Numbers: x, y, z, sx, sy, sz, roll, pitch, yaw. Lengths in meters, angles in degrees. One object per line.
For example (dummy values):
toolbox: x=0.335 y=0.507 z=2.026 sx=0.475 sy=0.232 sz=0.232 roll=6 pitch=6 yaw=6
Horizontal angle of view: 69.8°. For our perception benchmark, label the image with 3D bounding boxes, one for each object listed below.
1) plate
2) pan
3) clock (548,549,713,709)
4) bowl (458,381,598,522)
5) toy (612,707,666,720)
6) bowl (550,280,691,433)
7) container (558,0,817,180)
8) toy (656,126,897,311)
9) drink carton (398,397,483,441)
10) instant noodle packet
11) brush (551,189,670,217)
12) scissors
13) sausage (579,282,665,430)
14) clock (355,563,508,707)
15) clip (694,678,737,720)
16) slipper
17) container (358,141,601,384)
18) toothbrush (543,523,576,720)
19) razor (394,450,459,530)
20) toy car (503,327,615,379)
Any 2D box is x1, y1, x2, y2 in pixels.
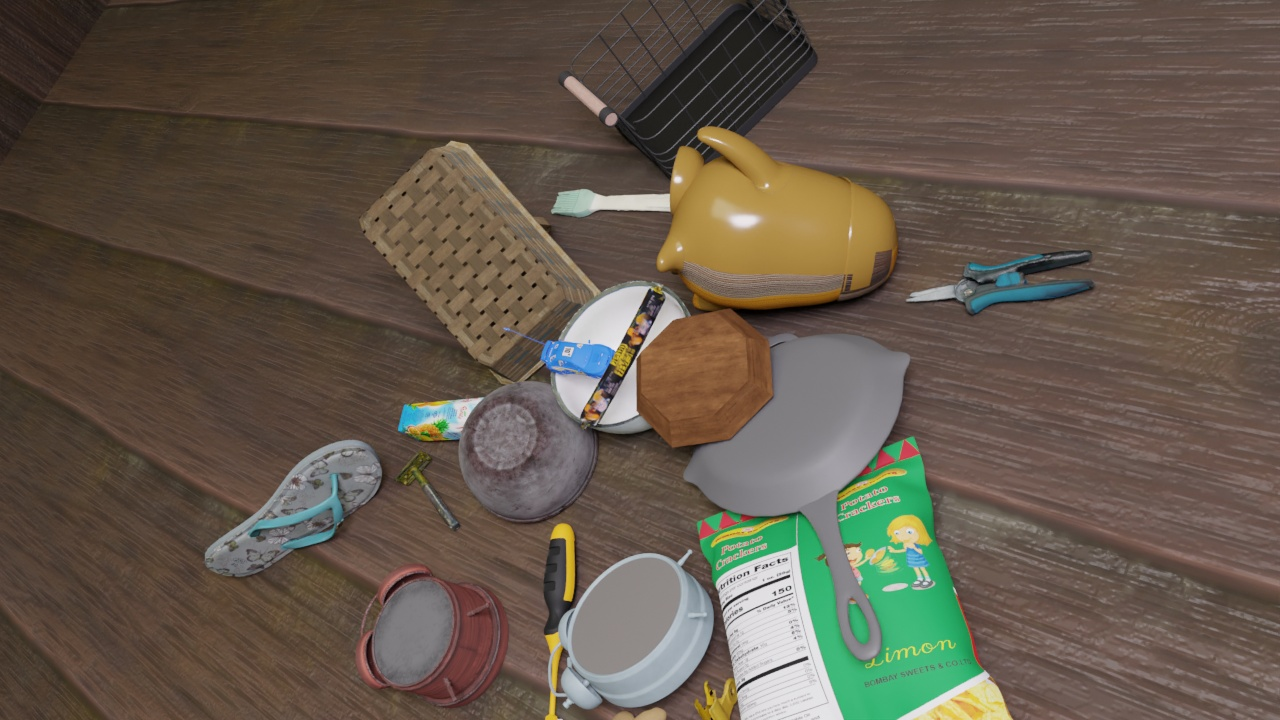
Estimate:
plate: x=0.050 y=0.010 z=0.793 sx=0.131 sy=0.025 sz=0.131 roll=-10 pitch=63 yaw=20
pan: x=0.128 y=0.081 z=0.722 sx=0.217 sy=0.024 sz=0.353 roll=-31 pitch=33 yaw=16
clock: x=-0.013 y=0.228 z=0.767 sx=0.159 sy=0.045 sz=0.122 roll=-32 pitch=30 yaw=12
bowl: x=-0.121 y=0.082 z=0.902 sx=0.145 sy=0.067 sz=0.144 roll=-5 pitch=71 yaw=14
toy: x=0.006 y=0.316 z=0.701 sx=0.106 sy=0.108 sz=0.134 roll=-23 pitch=53 yaw=0
bowl: x=-0.005 y=0.005 z=0.892 sx=0.154 sy=0.073 sz=0.153 roll=-15 pitch=59 yaw=25
container: x=0.052 y=-0.329 z=0.998 sx=0.241 sy=0.130 sz=0.163 roll=-44 pitch=50 yaw=5
toy: x=0.129 y=-0.118 z=0.828 sx=0.203 sy=0.199 sz=0.162 roll=8 pitch=46 yaw=10
drink carton: x=-0.206 y=0.065 z=1.007 sx=0.129 sy=0.044 sz=0.038 roll=-6 pitch=63 yaw=31
instant noodle packet: x=0.147 y=0.198 z=0.676 sx=0.196 sy=0.090 sz=0.252 roll=-26 pitch=50 yaw=20
brush: x=-0.011 y=-0.178 z=1.035 sx=0.218 sy=0.012 sz=0.033 roll=6 pitch=69 yaw=34
scissors: x=0.301 y=-0.060 z=0.765 sx=0.129 sy=0.019 sz=0.137 roll=-47 pitch=48 yaw=3
sausage: x=-0.015 y=-0.004 z=0.841 sx=0.020 sy=0.020 sz=0.155 roll=21 pitch=78 yaw=38
clock: x=-0.207 y=0.263 z=0.882 sx=0.158 sy=0.072 sz=0.120 roll=6 pitch=69 yaw=34
clip: x=0.068 y=0.273 z=0.724 sx=0.039 sy=0.053 sz=0.047 roll=-15 pitch=29 yaw=24
slipper: x=-0.382 y=0.185 z=1.028 sx=0.269 sy=0.098 sz=0.054 roll=-38 pitch=49 yaw=21
container: x=-0.170 y=-0.104 z=1.003 sx=0.157 sy=0.186 sz=0.250 roll=-42 pitch=87 yaw=6
toothbrush: x=-0.076 y=0.245 z=0.836 sx=0.031 sy=0.030 sz=0.196 roll=-21 pitch=57 yaw=40
razor: x=-0.225 y=0.146 z=0.991 sx=0.042 sy=0.026 sz=0.106 roll=-47 pitch=54 yaw=0
toy car: x=-0.076 y=-0.012 z=0.858 sx=0.092 sy=0.062 sz=0.033 roll=6 pitch=68 yaw=35
